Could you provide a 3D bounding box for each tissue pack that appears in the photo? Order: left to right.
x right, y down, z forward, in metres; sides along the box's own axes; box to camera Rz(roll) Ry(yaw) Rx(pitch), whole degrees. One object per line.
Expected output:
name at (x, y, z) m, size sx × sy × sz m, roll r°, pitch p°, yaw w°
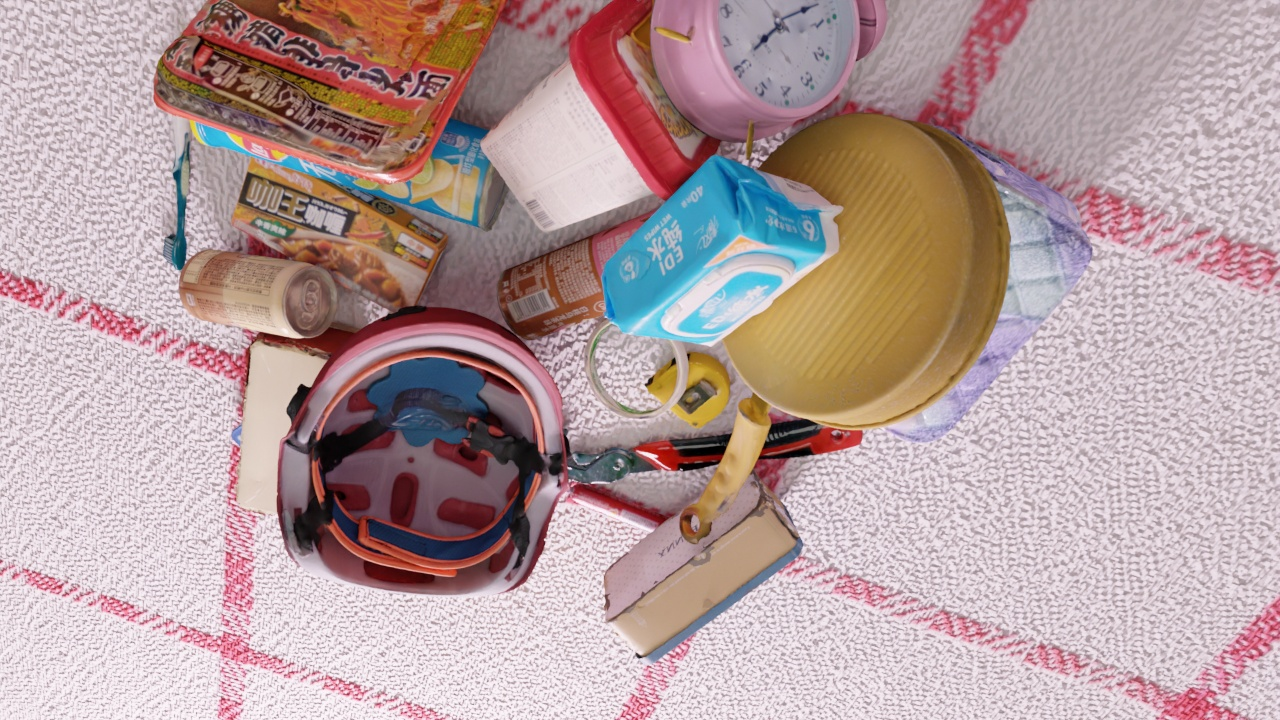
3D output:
tissue pack at (0.048, -0.062, 0.563) m, size 0.089 × 0.063 × 0.140 m, roll 6°, pitch 146°, yaw -42°

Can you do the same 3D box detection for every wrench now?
wrench at (0.045, 0.073, 0.765) m, size 0.274 × 0.016 × 0.056 m, roll -6°, pitch 120°, yaw 15°

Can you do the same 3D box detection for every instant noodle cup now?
instant noodle cup at (-0.183, -0.189, 0.574) m, size 0.164 × 0.188 × 0.079 m, roll 19°, pitch 154°, yaw 0°
instant noodle cup at (-0.026, -0.150, 0.591) m, size 0.124 × 0.116 × 0.116 m, roll -21°, pitch 115°, yaw 34°

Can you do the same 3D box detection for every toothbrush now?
toothbrush at (-0.357, -0.152, 0.707) m, size 0.018 × 0.016 × 0.192 m, roll 26°, pitch 124°, yaw 7°

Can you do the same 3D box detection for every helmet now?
helmet at (-0.161, 0.053, 0.699) m, size 0.206 × 0.144 × 0.240 m, roll 10°, pitch 114°, yaw -20°

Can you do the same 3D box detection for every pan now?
pan at (0.101, 0.004, 0.622) m, size 0.078 × 0.197 × 0.358 m, roll 8°, pitch 127°, yaw -41°

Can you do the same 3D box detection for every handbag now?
handbag at (0.196, -0.046, 0.628) m, size 0.134 × 0.075 × 0.194 m, roll 30°, pitch 121°, yaw -2°

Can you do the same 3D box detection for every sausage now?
sausage at (0.005, 0.142, 0.813) m, size 0.156 × 0.020 × 0.020 m, roll 22°, pitch 123°, yaw -3°

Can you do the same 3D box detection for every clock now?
clock at (0.081, -0.202, 0.534) m, size 0.117 × 0.158 × 0.060 m, roll 47°, pitch 164°, yaw -23°

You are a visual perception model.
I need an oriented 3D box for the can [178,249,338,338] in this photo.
can at (-0.298, -0.052, 0.714) m, size 0.116 × 0.058 × 0.059 m, roll 10°, pitch 124°, yaw 25°

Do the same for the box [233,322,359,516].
box at (-0.288, 0.054, 0.767) m, size 0.091 × 0.076 × 0.169 m, roll 13°, pitch 115°, yaw -6°

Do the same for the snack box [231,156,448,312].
snack box at (-0.231, -0.100, 0.707) m, size 0.153 × 0.026 × 0.075 m, roll 29°, pitch 122°, yaw -7°

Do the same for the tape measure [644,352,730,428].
tape measure at (0.042, 0.023, 0.727) m, size 0.060 × 0.028 × 0.057 m, roll 40°, pitch 119°, yaw -14°

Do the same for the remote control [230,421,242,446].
remote control at (-0.319, 0.100, 0.848) m, size 0.049 × 0.024 × 0.125 m, roll -24°, pitch 113°, yaw 23°

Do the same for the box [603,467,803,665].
box at (0.042, 0.170, 0.758) m, size 0.184 × 0.089 × 0.060 m, roll -40°, pitch 107°, yaw 12°

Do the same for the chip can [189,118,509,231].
chip can at (-0.197, -0.154, 0.640) m, size 0.210 × 0.071 × 0.071 m, roll 17°, pitch 123°, yaw 0°

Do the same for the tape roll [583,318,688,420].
tape roll at (-0.004, 0.004, 0.716) m, size 0.086 × 0.013 × 0.086 m, roll 7°, pitch 108°, yaw 24°

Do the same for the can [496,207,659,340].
can at (-0.031, -0.063, 0.671) m, size 0.147 × 0.057 × 0.058 m, roll -19°, pitch 116°, yaw 21°
